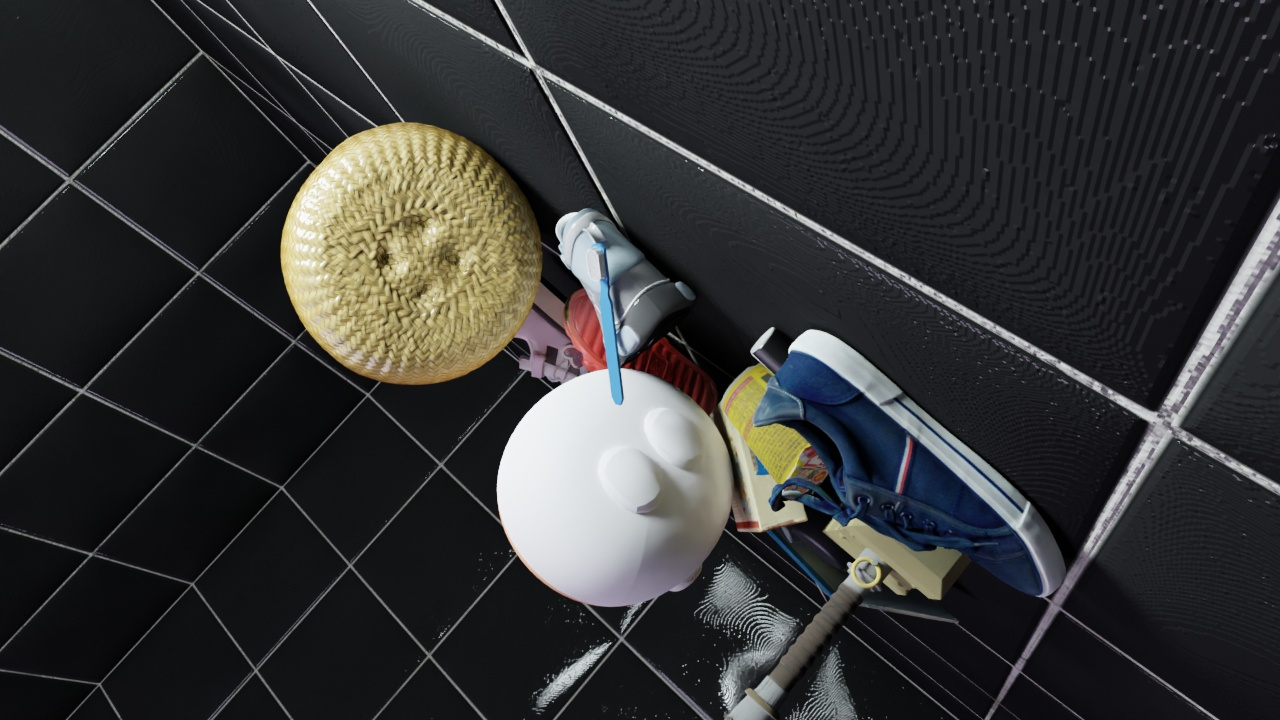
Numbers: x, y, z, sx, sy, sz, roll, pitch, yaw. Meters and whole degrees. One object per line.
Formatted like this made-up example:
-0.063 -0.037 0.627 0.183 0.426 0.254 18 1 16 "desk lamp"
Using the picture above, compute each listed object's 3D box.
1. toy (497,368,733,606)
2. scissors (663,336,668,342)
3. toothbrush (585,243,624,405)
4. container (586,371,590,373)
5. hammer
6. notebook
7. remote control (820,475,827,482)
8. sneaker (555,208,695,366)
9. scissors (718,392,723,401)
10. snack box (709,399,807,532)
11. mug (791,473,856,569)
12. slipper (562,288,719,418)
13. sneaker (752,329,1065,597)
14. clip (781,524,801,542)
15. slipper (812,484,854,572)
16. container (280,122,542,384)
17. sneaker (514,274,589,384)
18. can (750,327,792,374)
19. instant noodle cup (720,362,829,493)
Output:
-0.032 0.154 1.048 0.265 0.262 0.282 46 146 6 "toy"
-0.010 -0.059 1.199 0.125 0.011 0.131 39 173 16 "scissors"
-0.033 -0.030 0.874 0.016 0.014 0.167 15 122 38 "toothbrush"
-0.004 0.094 1.232 0.198 0.113 0.113 27 -147 -19 "container"
0.179 0.255 0.884 0.100 0.324 0.190 40 172 9 "hammer"
0.279 0.276 1.227 0.181 0.009 0.253 15 -171 -17 "notebook"
0.213 0.123 1.138 0.045 0.008 0.147 38 171 20 "remote control"
-0.033 -0.080 0.984 0.160 0.093 0.257 50 172 -2 "sneaker"
0.107 0.058 1.243 0.151 0.019 0.119 43 172 0 "scissors"
0.132 0.118 1.061 0.207 0.055 0.153 96 162 -79 "snack box"
0.244 0.195 1.074 0.121 0.094 0.085 46 171 -28 "mug"
-0.007 0.007 1.154 0.248 0.103 0.059 37 144 -23 "slipper"
0.207 0.115 0.746 0.294 0.127 0.121 40 171 -4 "sneaker"
0.173 0.122 1.118 0.165 0.031 0.168 89 167 -54 "clip"
0.272 0.233 1.199 0.190 0.081 0.092 44 174 -37 "slipper"
-0.269 -0.117 1.081 0.307 0.307 0.196 44 175 -19 "container"
-0.080 0.013 1.302 0.294 0.116 0.112 42 177 -13 "sneaker"
0.137 0.008 0.815 0.080 0.031 0.031 42 172 -4 "can"
0.141 0.063 0.904 0.112 0.100 0.100 46 175 29 "instant noodle cup"
